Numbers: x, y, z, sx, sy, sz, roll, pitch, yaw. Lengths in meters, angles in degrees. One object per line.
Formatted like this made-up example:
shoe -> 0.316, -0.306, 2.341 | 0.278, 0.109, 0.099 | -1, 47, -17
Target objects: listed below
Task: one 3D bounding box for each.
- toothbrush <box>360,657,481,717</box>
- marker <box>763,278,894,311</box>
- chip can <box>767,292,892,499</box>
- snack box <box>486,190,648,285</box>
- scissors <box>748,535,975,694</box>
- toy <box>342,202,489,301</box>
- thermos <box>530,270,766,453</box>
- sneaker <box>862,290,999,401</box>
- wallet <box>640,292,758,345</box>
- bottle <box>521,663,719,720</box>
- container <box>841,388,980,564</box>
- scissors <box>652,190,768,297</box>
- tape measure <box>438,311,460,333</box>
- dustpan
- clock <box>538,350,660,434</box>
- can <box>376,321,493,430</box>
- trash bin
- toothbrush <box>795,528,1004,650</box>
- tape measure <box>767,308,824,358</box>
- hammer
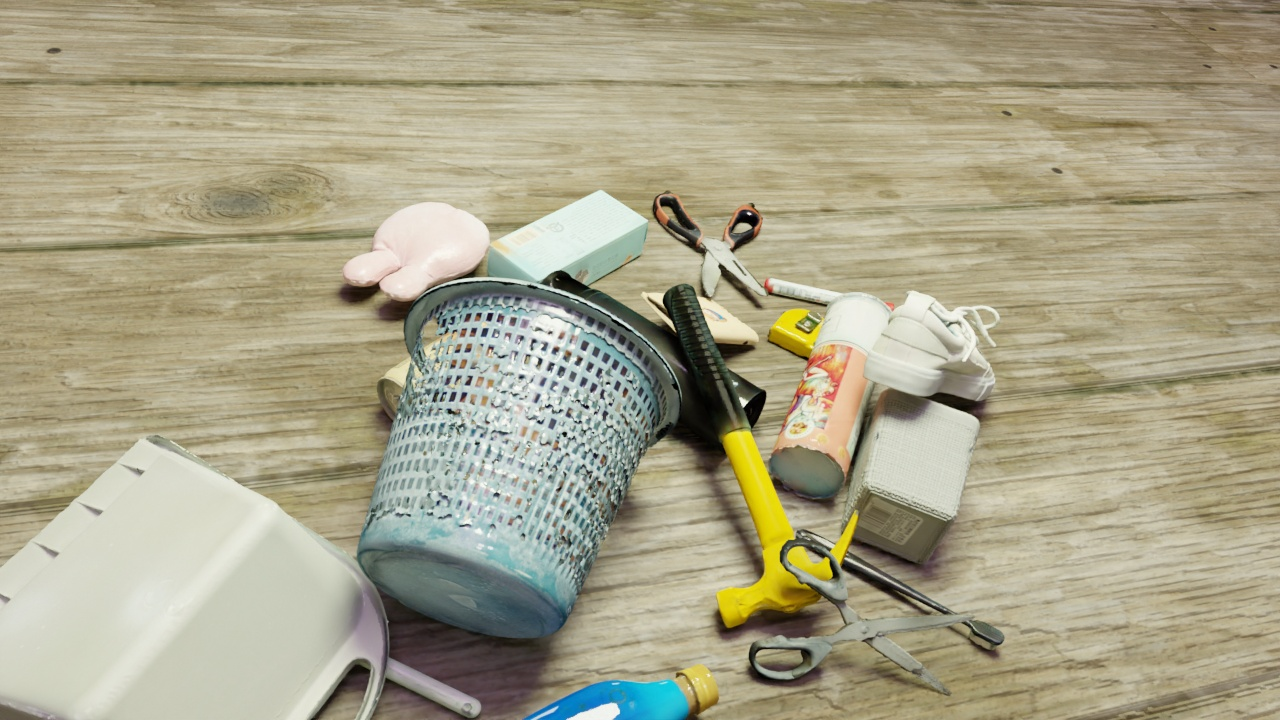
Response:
toothbrush -> -0.197, 0.206, 0.646 | 0.189, 0.020, 0.029 | 22, 74, 10
marker -> 0.210, -0.070, 1.022 | 0.145, 0.017, 0.017 | 12, 43, 1
chip can -> 0.183, 0.029, 0.862 | 0.071, 0.071, 0.214 | 21, 49, 10
snack box -> -0.076, -0.119, 0.987 | 0.074, 0.052, 0.174 | 37, 50, 23
scissors -> 0.162, 0.198, 0.689 | 0.180, 0.159, 0.014 | -22, 7, -4
toy -> -0.230, -0.112, 0.945 | 0.121, 0.054, 0.159 | 21, 43, 20
thermos -> -0.005, 0.005, 0.872 | 0.242, 0.068, 0.090 | 32, 79, 23
sneaker -> 0.280, -0.016, 0.859 | 0.089, 0.091, 0.241 | 22, 9, 32
wallet -> 0.059, -0.045, 0.926 | 0.087, 0.024, 0.115 | 39, 23, 32
bottle -> -0.046, 0.253, 0.593 | 0.218, 0.065, 0.065 | -16, 50, -26
container -> 0.231, 0.102, 0.796 | 0.090, 0.090, 0.114 | 20, 47, 10
scissors -> 0.085, -0.140, 1.062 | 0.189, 0.015, 0.226 | 25, 41, 16
tape measure -> -0.172, -0.049, 0.913 | 0.058, 0.025, 0.054 | -12, 49, -24
dustpan -> -0.311, 0.189, 0.625 | 0.258, 0.143, 0.222 | 4, 44, 35
clock -> -0.040, 0.025, 0.817 | 0.122, 0.082, 0.055 | -6, -5, 18
can -> -0.175, 0.010, 0.825 | 0.058, 0.059, 0.116 | 33, 47, 21
trash bin -> -0.101, 0.084, 0.670 | 0.226, 0.227, 0.194 | 15, 56, 4
toothbrush -> 0.209, 0.186, 0.756 | 0.181, 0.018, 0.015 | 27, 51, 19
tape measure -> 0.171, -0.032, 0.965 | 0.060, 0.029, 0.057 | 28, 45, 17
hammer -> 0.081, 0.063, 0.768 | 0.129, 0.033, 0.300 | -20, 63, -2
